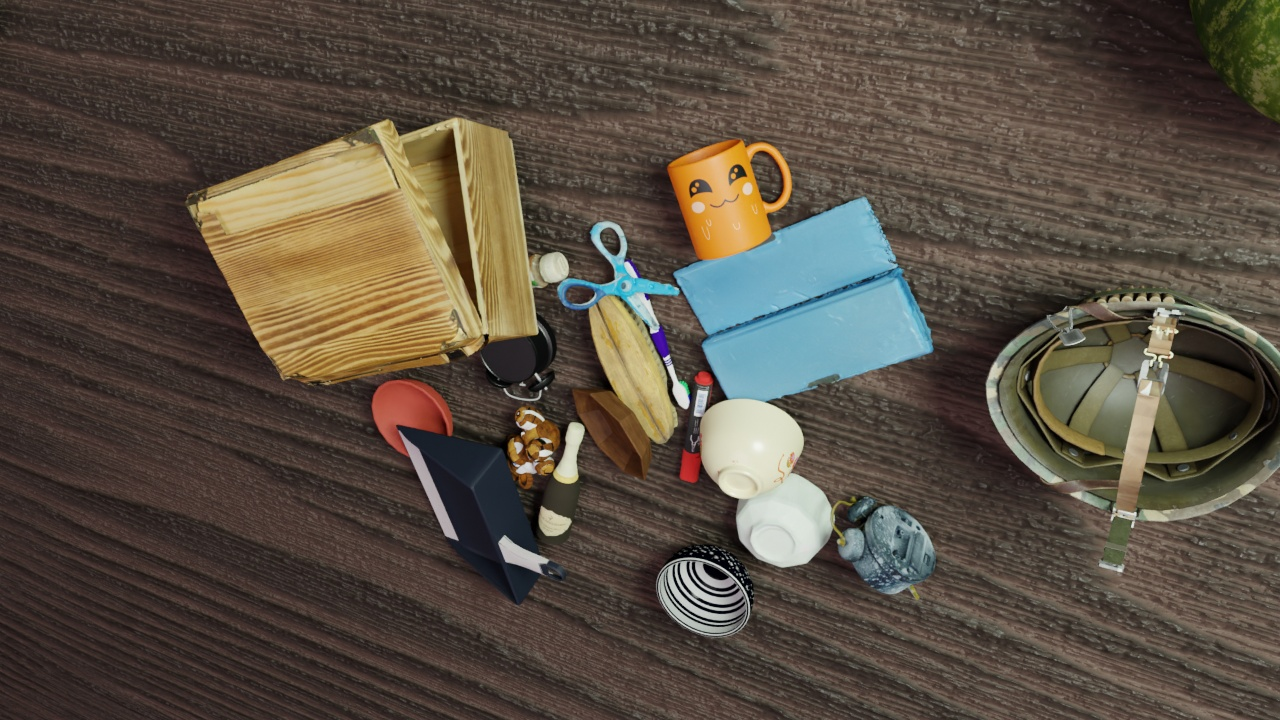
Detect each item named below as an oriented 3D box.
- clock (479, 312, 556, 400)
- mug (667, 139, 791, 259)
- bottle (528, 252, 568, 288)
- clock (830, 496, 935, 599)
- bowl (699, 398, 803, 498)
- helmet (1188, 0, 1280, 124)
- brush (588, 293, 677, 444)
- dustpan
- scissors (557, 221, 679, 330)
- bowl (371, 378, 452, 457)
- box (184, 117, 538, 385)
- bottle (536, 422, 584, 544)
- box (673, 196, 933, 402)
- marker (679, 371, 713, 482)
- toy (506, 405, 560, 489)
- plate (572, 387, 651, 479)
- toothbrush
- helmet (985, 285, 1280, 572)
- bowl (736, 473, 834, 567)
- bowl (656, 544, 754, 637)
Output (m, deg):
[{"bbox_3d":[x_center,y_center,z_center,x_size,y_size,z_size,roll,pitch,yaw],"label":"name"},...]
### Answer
[{"bbox_3d":[-0.149,-0.005,1.113,0.091,0.042,0.121,8,119,21],"label":"clock"},{"bbox_3d":[0.094,-0.164,0.903,0.112,0.077,0.096,-21,109,0],"label":"mug"},{"bbox_3d":[-0.160,-0.093,1.060,0.167,0.059,0.059,-9,112,29],"label":"bottle"},{"bbox_3d":[0.263,0.200,1.004,0.129,0.090,0.052,38,131,-3],"label":"clock"},{"bbox_3d":[0.116,0.110,1.013,0.118,0.073,0.118,11,136,11],"label":"bowl"},{"bbox_3d":[0.470,-0.253,0.573,0.213,0.247,0.243,-37,58,15],"label":"helmet"},{"bbox_3d":[-0.006,0.006,1.052,0.059,0.043,0.195,-15,108,29],"label":"brush"},{"bbox_3d":[-0.198,0.218,1.192,0.273,0.079,0.237,9,133,25],"label":"dustpan"},{"bbox_3d":[-0.030,-0.078,1.003,0.127,0.012,0.137,-37,88,6],"label":"scissors"},{"bbox_3d":[-0.299,0.073,1.230,0.122,0.035,0.122,11,120,19],"label":"bowl"},{"bbox_3d":[-0.290,-0.100,0.978,0.280,0.220,0.258,-9,91,27],"label":"box"},{"bbox_3d":[-0.098,0.155,1.174,0.045,0.045,0.185,23,124,12],"label":"bottle"},{"bbox_3d":[0.161,-0.052,0.952,0.232,0.033,0.174,-20,105,33],"label":"box"},{"bbox_3d":[0.066,0.079,1.071,0.023,0.021,0.145,31,128,35],"label":"marker"},{"bbox_3d":[-0.141,0.114,1.159,0.113,0.067,0.087,-44,56,37],"label":"toy"},{"bbox_3d":[-0.029,0.080,1.081,0.131,0.025,0.131,44,158,23],"label":"plate"},{"bbox_3d":[0.020,-0.029,1.038,0.015,0.016,0.187,-14,108,29],"label":"toothbrush"},{"bbox_3d":[0.406,0.036,0.755,0.224,0.235,0.193,4,113,11],"label":"helmet"},{"bbox_3d":[0.162,0.194,1.065,0.117,0.061,0.118,11,121,19],"label":"bowl"},{"bbox_3d":[0.087,0.275,1.140,0.120,0.066,0.120,11,120,19],"label":"bowl"}]
